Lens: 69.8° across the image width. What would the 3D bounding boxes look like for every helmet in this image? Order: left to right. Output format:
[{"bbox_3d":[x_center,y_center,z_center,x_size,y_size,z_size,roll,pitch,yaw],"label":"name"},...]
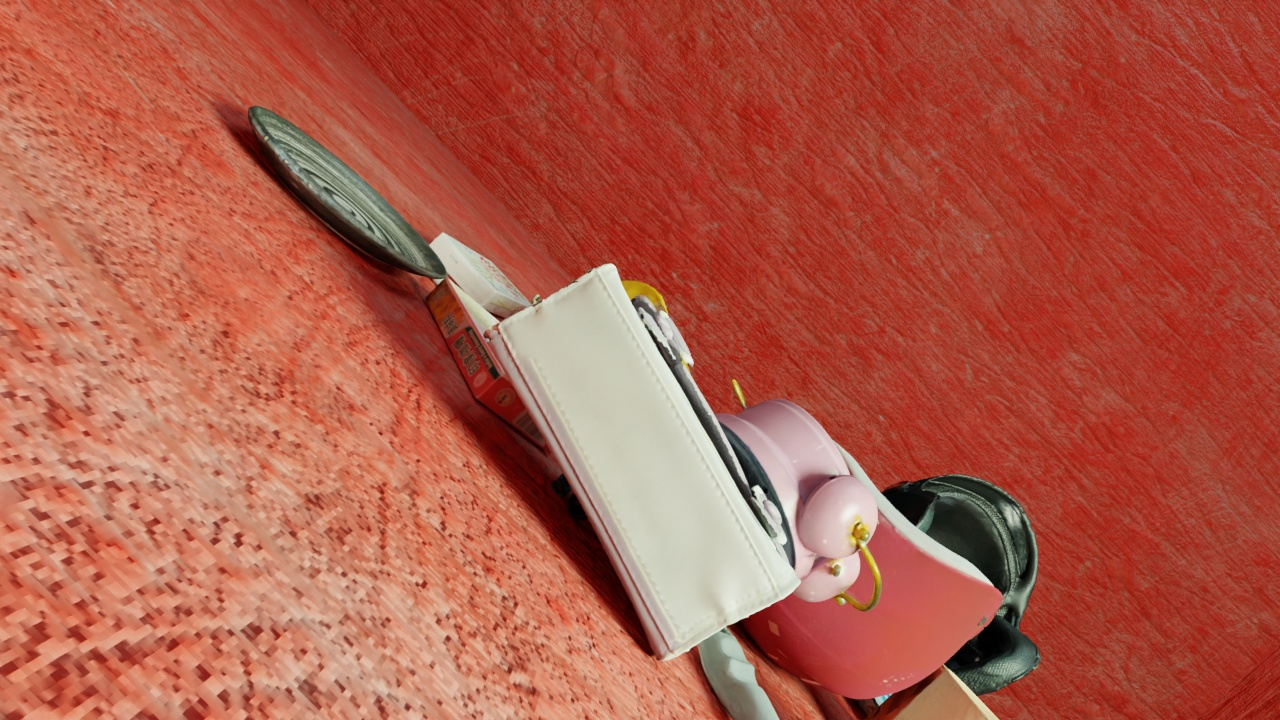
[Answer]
[{"bbox_3d":[0.143,0.177,0.725,0.207,0.143,0.240,42,-13,9],"label":"helmet"},{"bbox_3d":[0.340,0.264,1.102,0.233,0.274,0.231,57,-24,-4],"label":"helmet"}]

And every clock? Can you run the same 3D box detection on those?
[{"bbox_3d":[0.096,0.093,0.586,0.158,0.059,0.117,51,-25,35],"label":"clock"}]

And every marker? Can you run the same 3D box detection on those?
[{"bbox_3d":[-0.029,0.089,0.622,0.022,0.020,0.132,35,3,4],"label":"marker"}]

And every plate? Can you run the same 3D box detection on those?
[{"bbox_3d":[-0.217,-0.115,0.672,0.179,0.024,0.179,44,3,-4],"label":"plate"}]

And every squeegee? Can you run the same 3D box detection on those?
[{"bbox_3d":[0.073,0.196,0.444,0.247,0.040,0.249,26,5,-21],"label":"squeegee"}]

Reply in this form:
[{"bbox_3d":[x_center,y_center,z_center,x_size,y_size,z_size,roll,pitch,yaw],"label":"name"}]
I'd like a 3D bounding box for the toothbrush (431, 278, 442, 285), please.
[{"bbox_3d":[-0.168,-0.067,0.798,0.180,0.016,0.016,47,1,20],"label":"toothbrush"}]

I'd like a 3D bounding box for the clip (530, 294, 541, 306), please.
[{"bbox_3d":[-0.080,-0.019,0.833,0.093,0.035,0.103,39,-10,21],"label":"clip"}]

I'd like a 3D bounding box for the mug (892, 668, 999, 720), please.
[{"bbox_3d":[0.174,0.248,0.505,0.124,0.103,0.084,45,4,-18],"label":"mug"}]

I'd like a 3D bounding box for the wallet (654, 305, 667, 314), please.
[{"bbox_3d":[-0.005,0.005,0.828,0.124,0.032,0.101,-12,86,-57],"label":"wallet"}]

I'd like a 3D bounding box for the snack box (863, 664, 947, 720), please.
[{"bbox_3d":[0.223,0.293,0.682,0.093,0.094,0.077,47,3,10],"label":"snack box"}]

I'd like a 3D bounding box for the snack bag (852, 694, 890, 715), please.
[{"bbox_3d":[0.225,0.323,0.872,0.110,0.039,0.191,58,-4,-37],"label":"snack bag"}]

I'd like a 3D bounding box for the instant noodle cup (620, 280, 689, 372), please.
[{"bbox_3d":[-0.017,0.002,0.967,0.138,0.138,0.110,49,-5,44],"label":"instant noodle cup"}]

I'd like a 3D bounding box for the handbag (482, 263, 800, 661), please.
[{"bbox_3d":[0.006,0.056,0.533,0.197,0.098,0.145,61,-2,8],"label":"handbag"}]

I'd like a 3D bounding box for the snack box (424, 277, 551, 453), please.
[{"bbox_3d":[-0.106,0.000,0.672,0.077,0.027,0.155,43,4,-38],"label":"snack box"}]

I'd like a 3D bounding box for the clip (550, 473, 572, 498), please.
[{"bbox_3d":[-0.044,0.075,0.592,0.014,0.043,0.056,49,3,0],"label":"clip"}]

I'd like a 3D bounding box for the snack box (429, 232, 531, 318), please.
[{"bbox_3d":[-0.164,-0.082,0.969,0.084,0.027,0.156,47,4,10],"label":"snack box"}]
